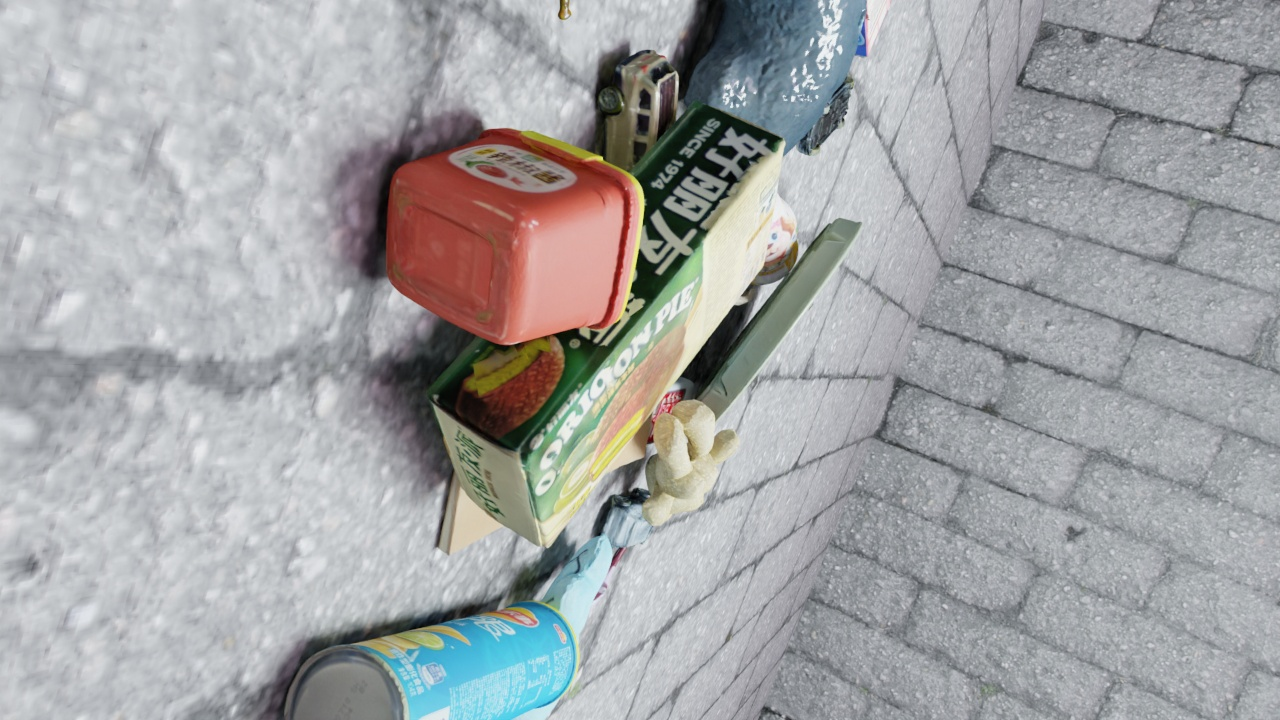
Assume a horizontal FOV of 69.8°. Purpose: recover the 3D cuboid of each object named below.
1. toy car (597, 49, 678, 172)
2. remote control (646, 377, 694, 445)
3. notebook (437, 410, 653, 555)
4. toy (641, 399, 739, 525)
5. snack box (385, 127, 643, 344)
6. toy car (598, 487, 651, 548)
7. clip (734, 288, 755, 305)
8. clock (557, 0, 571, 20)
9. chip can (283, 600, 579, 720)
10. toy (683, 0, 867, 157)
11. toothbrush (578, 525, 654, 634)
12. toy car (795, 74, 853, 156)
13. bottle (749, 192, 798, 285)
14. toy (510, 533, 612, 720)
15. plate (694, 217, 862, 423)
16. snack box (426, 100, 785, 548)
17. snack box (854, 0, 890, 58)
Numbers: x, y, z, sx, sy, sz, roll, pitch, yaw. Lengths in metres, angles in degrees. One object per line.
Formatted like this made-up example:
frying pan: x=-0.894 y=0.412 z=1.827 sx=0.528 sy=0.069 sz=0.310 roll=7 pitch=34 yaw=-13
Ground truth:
toy car: x=-0.002 y=-0.127 z=0.522 sx=0.042 sy=0.035 sz=0.091 roll=-44 pitch=152 yaw=-43
remote control: x=0.010 y=0.043 z=0.747 sx=0.135 sy=0.020 sz=0.056 roll=-2 pitch=113 yaw=-67
notebook: x=-0.041 y=0.023 z=0.586 sx=0.211 sy=0.012 sz=0.150 roll=-20 pitch=129 yaw=-56
toy: x=0.031 y=0.081 z=0.731 sx=0.105 sy=0.066 sz=0.157 roll=-48 pitch=161 yaw=-21
snack box: x=-0.056 y=-0.050 z=0.392 sx=0.079 sy=0.091 sz=0.082 roll=-29 pitch=137 yaw=-50
toy car: x=-0.007 y=0.137 z=0.789 sx=0.090 sy=0.034 sz=0.043 roll=2 pitch=106 yaw=-70
clip: x=0.053 y=-0.056 z=0.709 sx=0.099 sy=0.035 sz=0.070 roll=-12 pitch=85 yaw=-58
clock: x=-0.027 y=-0.201 z=0.349 sx=0.122 sy=0.055 sz=0.082 roll=-70 pitch=159 yaw=2
chip can: x=-0.108 y=0.186 z=0.532 sx=0.071 sy=0.071 sz=0.210 roll=-67 pitch=159 yaw=0
toy: x=0.079 y=-0.223 z=0.564 sx=0.137 sy=0.091 sz=0.357 roll=-21 pitch=136 yaw=-25
toothbrush: x=-0.036 y=0.210 z=0.811 sx=0.187 sy=0.017 sz=0.016 roll=-55 pitch=156 yaw=-31
toy car: x=0.165 y=-0.225 z=0.835 sx=0.105 sy=0.031 sz=0.049 roll=-49 pitch=152 yaw=-43
bottle: x=0.094 y=-0.107 z=0.740 sx=0.063 sy=0.063 sz=0.108 roll=-61 pitch=158 yaw=-16
toy: x=-0.069 y=0.213 z=0.685 sx=0.161 sy=0.050 sz=0.157 roll=-56 pitch=168 yaw=-51
plate: x=0.116 y=-0.035 z=0.814 sx=0.230 sy=0.027 sz=0.230 roll=-52 pitch=177 yaw=-4
snack box: x=-0.008 y=-0.023 z=0.503 sx=0.239 sy=0.063 sz=0.115 roll=-51 pitch=161 yaw=-26
snack box: x=0.148 y=-0.306 z=0.676 sx=0.058 sy=0.057 sz=0.207 roll=-67 pitch=160 yaw=-8
